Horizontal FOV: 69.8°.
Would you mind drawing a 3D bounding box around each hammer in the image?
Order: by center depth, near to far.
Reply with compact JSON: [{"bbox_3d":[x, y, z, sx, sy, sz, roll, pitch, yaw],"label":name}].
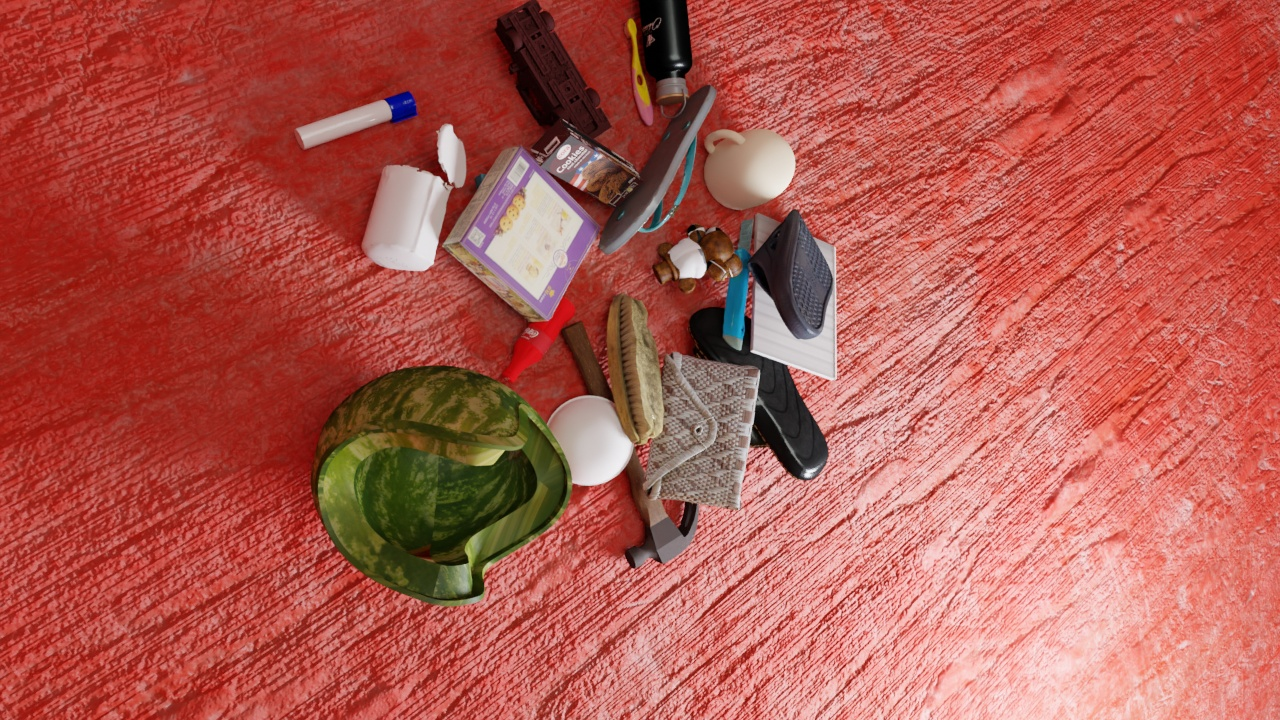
[{"bbox_3d":[-0.020,0.103,1.146,0.115,0.033,0.323,-28,101,-25],"label":"hammer"}]

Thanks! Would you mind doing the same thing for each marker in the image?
[{"bbox_3d":[-0.310,-0.262,1.005,0.133,0.023,0.027,-29,123,-26],"label":"marker"}]

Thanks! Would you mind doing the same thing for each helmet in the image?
[{"bbox_3d":[-0.203,0.112,0.929,0.243,0.246,0.213,17,100,13],"label":"helmet"}]

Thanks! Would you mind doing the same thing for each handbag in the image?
[{"bbox_3d":[0.076,0.088,1.136,0.124,0.047,0.185,10,86,-10],"label":"handbag"}]

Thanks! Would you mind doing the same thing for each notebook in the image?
[{"bbox_3d":[0.212,-0.088,1.255,0.142,0.009,0.209,18,63,-26],"label":"notebook"}]

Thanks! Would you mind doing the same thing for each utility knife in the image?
[{"bbox_3d":[0.133,-0.106,1.219,0.031,0.015,0.205,16,65,-10],"label":"utility knife"}]

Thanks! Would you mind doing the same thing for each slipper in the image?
[{"bbox_3d":[0.039,-0.234,1.151,0.054,0.098,0.268,36,71,-22],"label":"slipper"},{"bbox_3d":[0.190,-0.101,1.186,0.111,0.083,0.267,54,28,-20],"label":"slipper"},{"bbox_3d":[0.150,0.046,1.219,0.112,0.076,0.268,-35,90,-34],"label":"slipper"}]

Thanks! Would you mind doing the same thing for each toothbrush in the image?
[{"bbox_3d":[-0.003,-0.369,1.181,0.021,0.016,0.135,-15,98,-30],"label":"toothbrush"}]

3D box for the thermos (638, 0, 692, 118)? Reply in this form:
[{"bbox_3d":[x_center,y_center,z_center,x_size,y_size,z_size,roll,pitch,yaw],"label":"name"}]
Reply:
[{"bbox_3d":[0.032,-0.427,1.173,0.061,0.061,0.231,-7,91,-29],"label":"thermos"}]

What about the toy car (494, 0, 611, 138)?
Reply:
[{"bbox_3d":[-0.108,-0.335,1.094,0.070,0.062,0.170,-39,106,-24],"label":"toy car"}]

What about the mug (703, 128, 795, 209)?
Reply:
[{"bbox_3d":[0.141,-0.261,1.205,0.120,0.100,0.096,38,72,-22],"label":"mug"}]

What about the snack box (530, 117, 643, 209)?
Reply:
[{"bbox_3d":[-0.061,-0.231,1.087,0.140,0.051,0.031,20,36,-52],"label":"snack box"}]

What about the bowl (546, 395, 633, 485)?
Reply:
[{"bbox_3d":[-0.060,0.099,1.096,0.110,0.040,0.110,0,94,-7],"label":"bowl"}]

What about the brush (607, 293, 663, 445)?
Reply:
[{"bbox_3d":[-0.007,0.007,1.121,0.059,0.043,0.195,20,57,-52],"label":"brush"}]

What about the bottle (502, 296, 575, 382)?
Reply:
[{"bbox_3d":[-0.124,-0.024,1.090,0.036,0.036,0.118,42,70,-21],"label":"bottle"}]

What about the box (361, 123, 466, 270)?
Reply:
[{"bbox_3d":[-0.243,-0.181,1.005,0.083,0.092,0.165,31,67,-65],"label":"box"}]

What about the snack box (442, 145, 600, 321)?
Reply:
[{"bbox_3d":[-0.132,-0.144,1.057,0.148,0.041,0.143,43,62,-34],"label":"snack box"}]

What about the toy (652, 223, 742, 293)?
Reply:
[{"bbox_3d":[0.071,-0.131,1.187,0.112,0.067,0.087,-27,72,-7],"label":"toy"}]

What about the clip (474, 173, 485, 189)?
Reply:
[{"bbox_3d":[-0.177,-0.156,1.072,0.113,0.028,0.127,-8,92,-26],"label":"clip"}]
